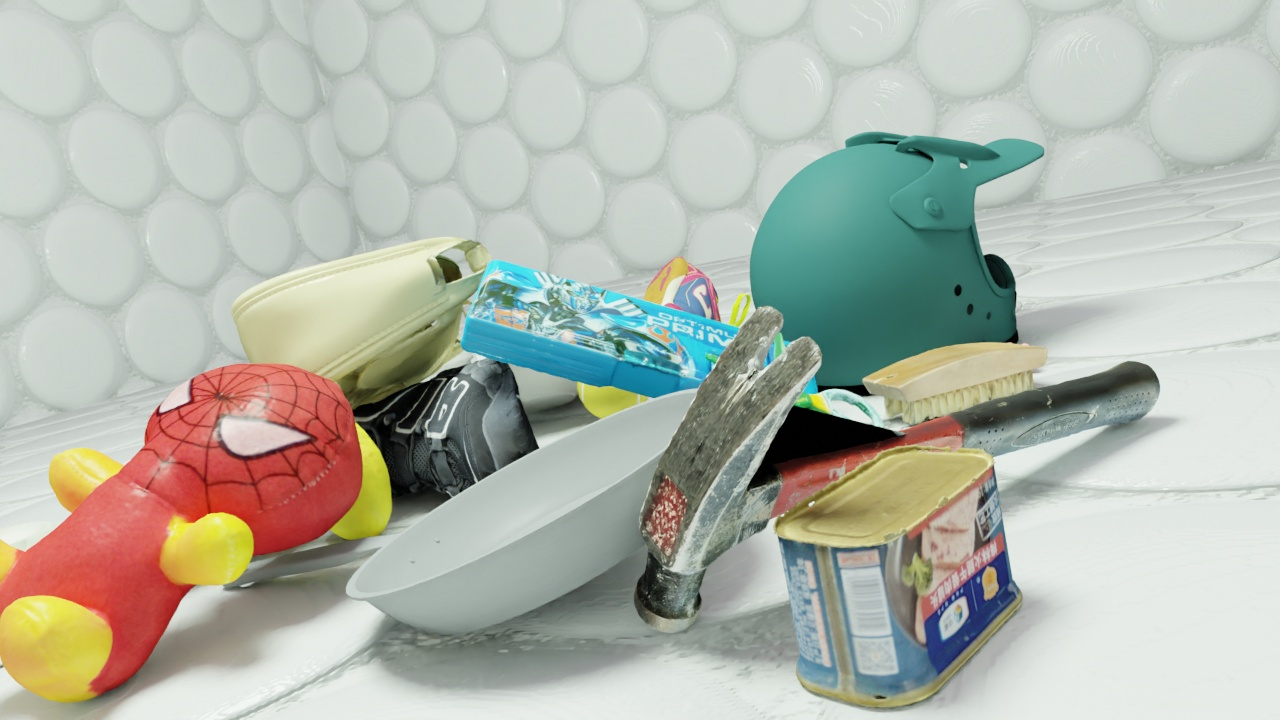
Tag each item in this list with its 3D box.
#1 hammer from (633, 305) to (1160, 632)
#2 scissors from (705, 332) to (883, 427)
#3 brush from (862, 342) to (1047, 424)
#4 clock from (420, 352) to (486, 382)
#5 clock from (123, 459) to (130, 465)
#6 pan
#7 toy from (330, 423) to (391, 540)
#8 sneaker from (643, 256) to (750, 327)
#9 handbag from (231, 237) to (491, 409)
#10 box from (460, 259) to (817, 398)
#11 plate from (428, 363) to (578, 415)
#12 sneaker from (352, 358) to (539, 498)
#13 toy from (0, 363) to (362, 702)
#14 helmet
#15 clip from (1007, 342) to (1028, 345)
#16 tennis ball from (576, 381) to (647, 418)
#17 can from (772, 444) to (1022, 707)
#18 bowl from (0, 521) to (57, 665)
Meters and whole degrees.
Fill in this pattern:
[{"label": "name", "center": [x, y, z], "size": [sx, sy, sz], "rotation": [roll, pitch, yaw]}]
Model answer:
[{"label": "hammer", "center": [0.147, 0.031, 0.432], "size": [0.325, 0.141, 0.036], "rotation": [-9, 38, -32]}, {"label": "scissors", "center": [0.102, 0.026, 0.595], "size": [0.130, 0.011, 0.125], "rotation": [11, 45, -10]}, {"label": "brush", "center": [0.216, 0.013, 0.625], "size": [0.117, 0.039, 0.049], "rotation": [-15, 9, -15]}, {"label": "clock", "center": [-0.214, 0.025, 1.021], "size": [0.158, 0.061, 0.120], "rotation": [-22, 1, -41]}, {"label": "clock", "center": [-0.297, 0.088, 0.629], "size": [0.116, 0.059, 0.158], "rotation": [-23, -8, -22]}, {"label": "pan", "center": [-0.111, 0.097, 0.497], "size": [0.358, 0.051, 0.200], "rotation": [-24, 7, 30]}, {"label": "toy", "center": [-0.200, 0.077, 0.609], "size": [0.095, 0.094, 0.041], "rotation": [25, 36, 37]}, {"label": "sneaker", "center": [0.055, -0.032, 0.994], "size": [0.116, 0.091, 0.241], "rotation": [-43, 18, 27]}, {"label": "handbag", "center": [-0.203, -0.016, 0.718], "size": [0.190, 0.088, 0.233], "rotation": [-24, -4, -14]}, {"label": "box", "center": [0.001, -0.014, 0.672], "size": [0.243, 0.070, 0.171], "rotation": [16, 4, -7]}, {"label": "plate", "center": [-0.110, 0.031, 0.894], "size": [0.229, 0.030, 0.229], "rotation": [-13, -11, -3]}, {"label": "sneaker", "center": [-0.162, 0.064, 0.669], "size": [0.150, 0.097, 0.253], "rotation": [-21, 10, -18]}, {"label": "toy", "center": [-0.247, 0.080, 0.497], "size": [0.147, 0.099, 0.215], "rotation": [28, 47, 24]}, {"label": "helmet", "center": [0.219, -0.095, 0.778], "size": [0.274, 0.200, 0.177], "rotation": [-16, 10, -26]}, {"label": "clip", "center": [0.285, -0.003, 0.702], "size": [0.044, 0.023, 0.060], "rotation": [-17, 4, -21]}, {"label": "tennis ball", "center": [-0.024, 0.021, 0.817], "size": [0.065, 0.065, 0.065], "rotation": [-12, 9, 2]}, {"label": "can", "center": [0.095, 0.074, 0.335], "size": [0.054, 0.059, 0.099], "rotation": [-3, 13, 46]}, {"label": "bowl", "center": [-0.417, 0.145, 0.587], "size": [0.177, 0.058, 0.176], "rotation": [-12, 8, 2]}]
